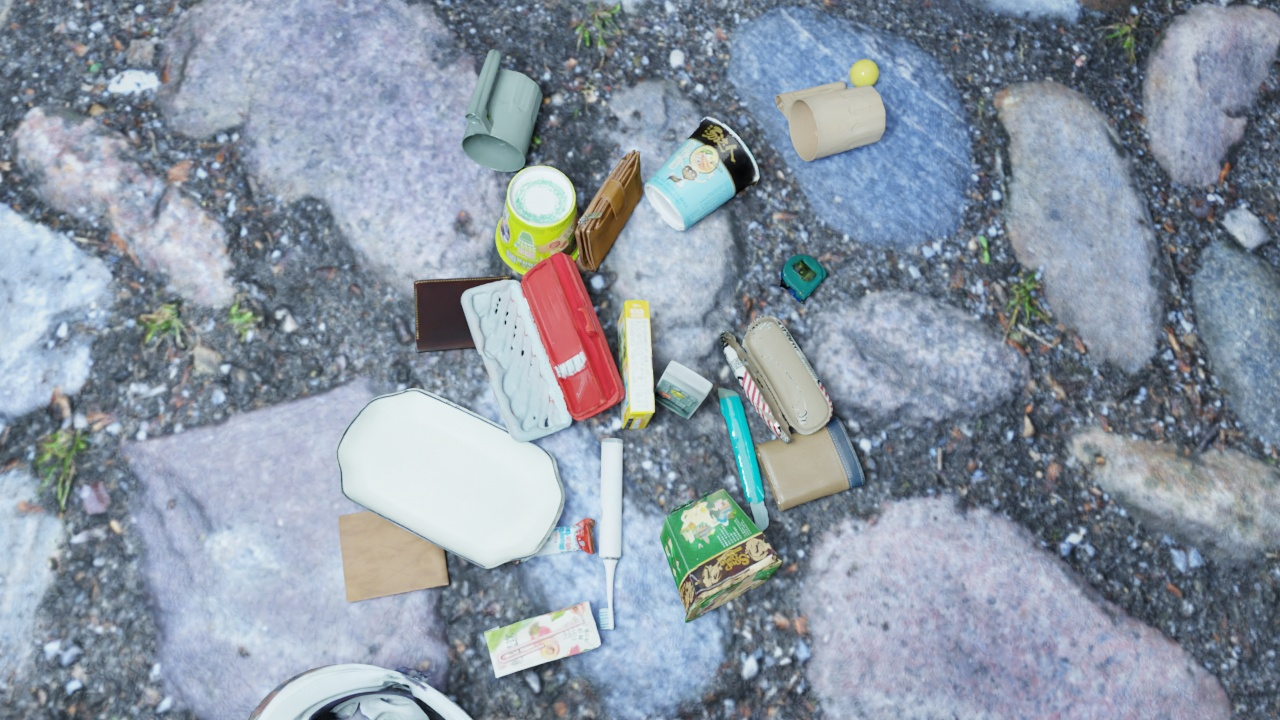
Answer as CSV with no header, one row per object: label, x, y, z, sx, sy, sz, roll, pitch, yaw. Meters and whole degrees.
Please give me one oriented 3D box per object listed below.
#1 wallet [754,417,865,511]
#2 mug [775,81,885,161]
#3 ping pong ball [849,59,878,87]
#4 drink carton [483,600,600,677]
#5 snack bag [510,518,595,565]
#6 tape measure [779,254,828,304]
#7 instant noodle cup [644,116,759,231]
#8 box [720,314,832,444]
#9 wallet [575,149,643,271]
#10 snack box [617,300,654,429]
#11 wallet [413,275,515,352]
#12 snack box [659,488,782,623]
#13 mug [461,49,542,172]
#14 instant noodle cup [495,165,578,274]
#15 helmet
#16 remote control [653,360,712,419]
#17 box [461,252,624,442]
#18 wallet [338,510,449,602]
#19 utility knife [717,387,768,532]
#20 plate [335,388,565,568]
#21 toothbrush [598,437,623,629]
wallet,0.208,0.128,1.126,0.115,0.033,0.090,-17,74,-11
mug,0.258,-0.335,1.251,0.103,0.084,0.124,-16,50,-13
ping pong ball,0.315,-0.403,1.290,0.040,0.040,0.040,2,73,-6
drink carton,-0.109,0.311,1.025,0.122,0.045,0.053,-14,77,-10
snack bag,-0.103,0.210,1.067,0.105,0.026,0.045,-6,78,-6
tape measure,0.211,-0.111,1.200,0.054,0.025,0.058,42,73,5
instant noodle cup,0.073,-0.232,1.182,0.120,0.111,0.111,-42,82,-9
box,0.166,0.018,1.122,0.086,0.075,0.162,-34,67,9
wallet,-0.039,-0.191,1.144,0.035,0.119,0.130,28,73,8
snack box,-0.007,0.006,1.106,0.033,0.087,0.140,-3,74,-8
wallet,-0.218,-0.060,1.137,0.122,0.020,0.096,-4,70,-7
snack box,0.082,0.218,1.051,0.118,0.118,0.105,-23,65,-16
mug,-0.180,-0.316,1.164,0.084,0.124,0.103,8,69,14
instant noodle cup,-0.123,-0.175,1.126,0.111,0.124,0.111,2,73,-7
helmet,-0.264,0.425,0.922,0.259,0.146,0.228,23,71,8
remote control,0.047,0.036,1.078,0.056,0.135,0.019,32,74,2
box,-0.115,-0.016,1.096,0.158,0.069,0.201,-23,77,3
wallet,-0.282,0.216,1.047,0.115,0.020,0.101,-8,74,-7
utility knife,0.127,0.120,1.127,0.029,0.013,0.185,-11,74,-6
plate,-0.218,0.136,1.054,0.266,0.034,0.161,25,58,4
toothbrush,-0.035,0.201,1.077,0.026,0.027,0.220,0,74,4
